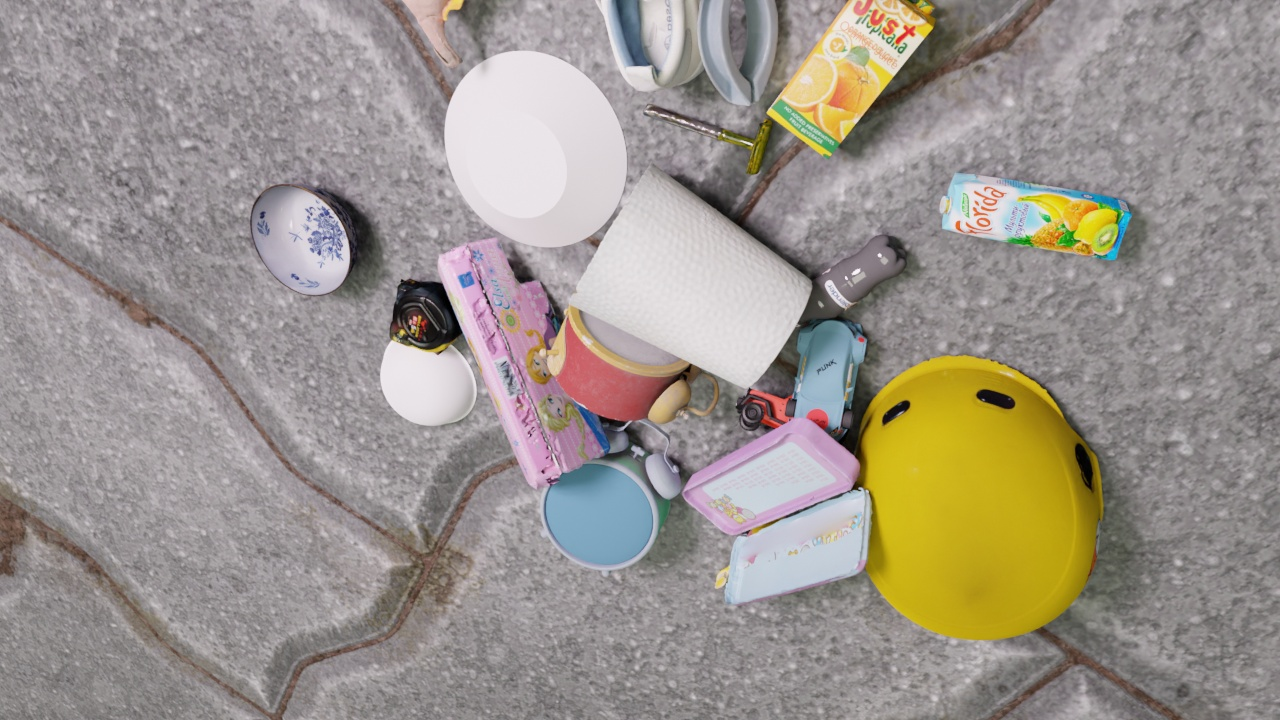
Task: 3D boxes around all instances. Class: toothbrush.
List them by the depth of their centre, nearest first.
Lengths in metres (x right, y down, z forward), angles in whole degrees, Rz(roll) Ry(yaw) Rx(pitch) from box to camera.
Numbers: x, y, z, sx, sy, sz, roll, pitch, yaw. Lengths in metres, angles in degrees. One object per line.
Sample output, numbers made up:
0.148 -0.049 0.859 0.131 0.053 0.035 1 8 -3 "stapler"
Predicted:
0.110 0.188 0.925 0.021 0.016 0.136 35 124 5 "toothbrush"

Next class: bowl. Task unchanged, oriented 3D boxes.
-0.320 -0.124 0.899 0.114 0.045 0.114 9 120 16 "bowl"
-0.229 0.028 0.951 0.110 0.040 0.110 9 120 16 "bowl"

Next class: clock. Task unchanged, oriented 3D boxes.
-0.005 0.005 0.812 0.159 0.116 0.081 26 127 -2 "clock"
-0.024 0.126 0.914 0.122 0.075 0.162 32 111 3 "clock"

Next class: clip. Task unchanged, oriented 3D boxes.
0.075 -0.271 0.663 0.027 0.090 0.162 24 141 43 "clip"

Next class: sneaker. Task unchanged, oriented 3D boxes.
-0.005 -0.311 0.646 0.090 0.090 0.242 1 117 27 "sneaker"

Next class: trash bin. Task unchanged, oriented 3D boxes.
0.044 -0.062 0.750 0.161 0.133 0.134 31 124 -3 "trash bin"

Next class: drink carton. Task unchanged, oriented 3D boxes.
0.155 -0.217 0.670 0.058 0.041 0.123 37 123 -1 "drink carton"
0.289 -0.108 0.680 0.129 0.038 0.044 13 121 14 "drink carton"

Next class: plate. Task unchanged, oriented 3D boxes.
-0.100 -0.173 0.793 0.174 0.036 0.174 9 120 16 "plate"

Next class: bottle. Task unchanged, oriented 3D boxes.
0.166 -0.061 0.754 0.110 0.036 0.036 -36 100 32 "bottle"

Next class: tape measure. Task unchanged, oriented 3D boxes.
-0.209 -0.043 0.905 0.072 0.042 0.072 24 118 12 "tape measure"

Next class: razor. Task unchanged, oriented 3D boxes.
0.051 -0.187 0.738 0.106 0.026 0.043 22 125 13 "razor"

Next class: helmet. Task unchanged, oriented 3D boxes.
0.270 0.131 0.759 0.209 0.139 0.240 -10 113 25 "helmet"

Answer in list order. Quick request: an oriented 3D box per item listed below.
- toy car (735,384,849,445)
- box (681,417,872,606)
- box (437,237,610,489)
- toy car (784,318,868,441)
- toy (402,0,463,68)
0.135 0.051 0.818 0.100 0.051 0.048 24 80 8 "toy car"
0.122 0.140 0.821 0.215 0.062 0.140 -41 65 57 "box"
-0.104 -0.002 0.848 0.090 0.085 0.230 -23 91 -13 "box"
0.156 0.016 0.773 0.060 0.027 0.107 10 87 15 "toy car"
-0.113 -0.362 0.665 0.265 0.065 0.196 -24 101 37 "toy"
